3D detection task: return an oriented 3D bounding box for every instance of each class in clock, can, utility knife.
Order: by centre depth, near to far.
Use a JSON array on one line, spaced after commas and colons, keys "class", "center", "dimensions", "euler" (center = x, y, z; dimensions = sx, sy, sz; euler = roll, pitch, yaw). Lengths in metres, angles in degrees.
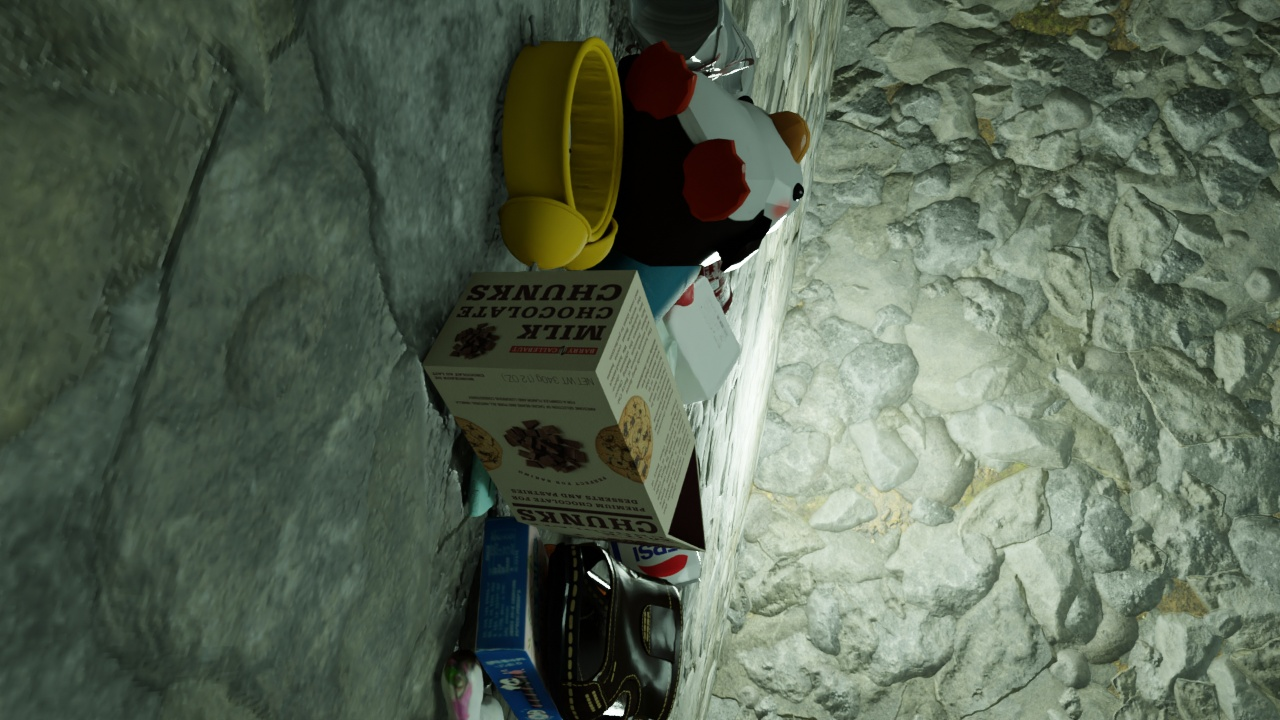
[{"class": "clock", "center": [-0.044, -0.113, 0.533], "dimensions": [0.113, 0.052, 0.152], "euler": [-21, 116, -75]}, {"class": "utility knife", "center": [-0.087, 0.020, 0.533], "dimensions": [0.022, 0.015, 0.141], "euler": [-3, 100, -70]}, {"class": "can", "center": [0.002, 0.127, 0.765], "dimensions": [0.070, 0.070, 0.132], "euler": [47, 26, -74]}]

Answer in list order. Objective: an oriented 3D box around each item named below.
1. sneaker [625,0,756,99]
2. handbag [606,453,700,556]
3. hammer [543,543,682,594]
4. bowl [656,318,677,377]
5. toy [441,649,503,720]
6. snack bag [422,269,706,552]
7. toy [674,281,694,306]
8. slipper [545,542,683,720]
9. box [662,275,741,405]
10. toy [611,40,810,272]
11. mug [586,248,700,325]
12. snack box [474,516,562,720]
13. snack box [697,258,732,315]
[{"class": "sneaker", "center": [0.032, -0.235, 0.671], "dimensions": [0.236, 0.099, 0.089], "euler": [69, 32, -54]}, {"class": "handbag", "center": [0.005, 0.155, 0.974], "dimensions": [0.138, 0.063, 0.166], "euler": [42, 62, -55]}, {"class": "hammer", "center": [-0.041, 0.222, 0.809], "dimensions": [0.137, 0.035, 0.314], "euler": [-55, 155, -13]}, {"class": "bowl", "center": [-0.005, 0.005, 0.772], "dimensions": [0.117, 0.061, 0.117], "euler": [12, 89, -78]}, {"class": "toy", "center": [-0.107, 0.238, 0.561], "dimensions": [0.079, 0.038, 0.123], "euler": [-85, 175, -51]}, {"class": "snack bag", "center": [-0.028, 0.049, 0.525], "dimensions": [0.206, 0.094, 0.069], "euler": [70, 31, -43]}, {"class": "toy", "center": [0.028, -0.122, 0.784], "dimensions": [0.094, 0.088, 0.132], "euler": [68, 31, -47]}, {"class": "slipper", "center": [-0.009, 0.201, 0.646], "dimensions": [0.268, 0.076, 0.112], "euler": [69, 17, -57]}, {"class": "box", "center": [0.025, 0.014, 0.908], "dimensions": [0.152, 0.132, 0.106], "euler": [63, 35, -17]}, {"class": "toy", "center": [0.044, -0.131, 0.658], "dimensions": [0.183, 0.140, 0.159], "euler": [-15, 74, -54]}, {"class": "mug", "center": [-0.009, -0.053, 0.685], "dimensions": [0.121, 0.078, 0.078], "euler": [-58, 155, -48]}, {"class": "snack box", "center": [-0.076, 0.175, 0.607], "dimensions": [0.154, 0.033, 0.087], "euler": [83, 4, -54]}, {"class": "snack box", "center": [0.057, -0.096, 0.943], "dimensions": [0.121, 0.072, 0.072], "euler": [76, 27, -60]}]
